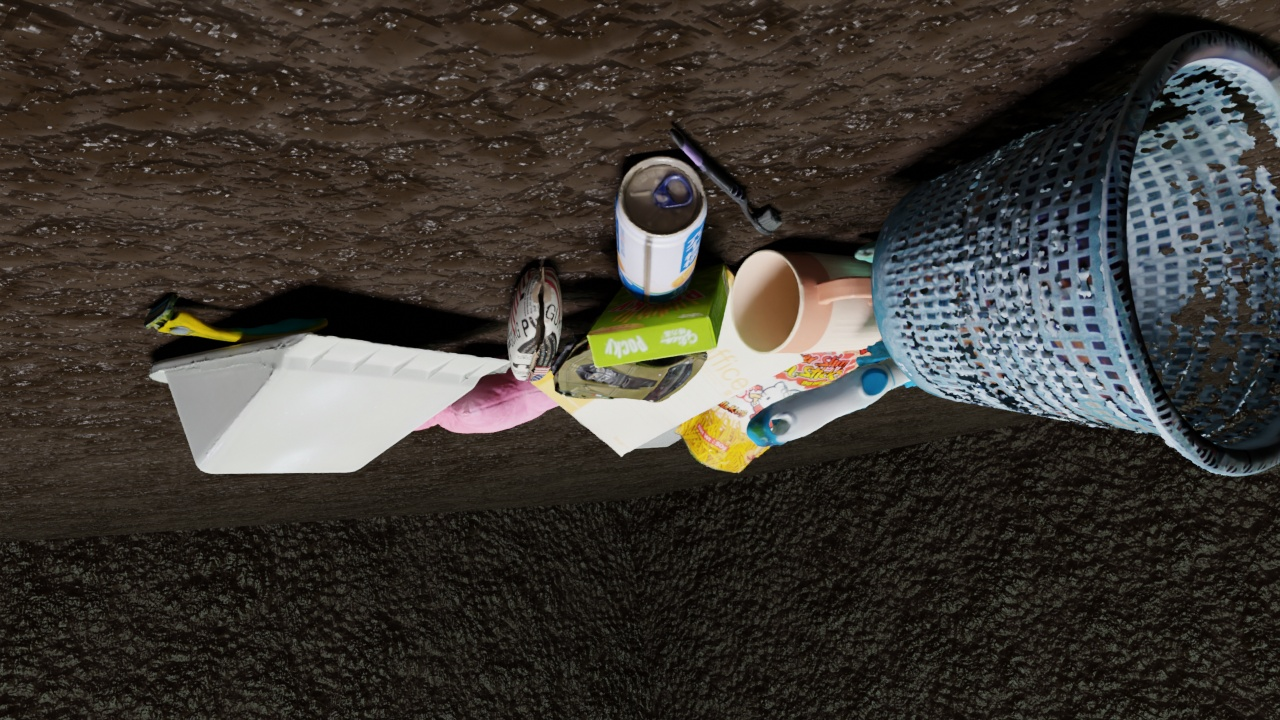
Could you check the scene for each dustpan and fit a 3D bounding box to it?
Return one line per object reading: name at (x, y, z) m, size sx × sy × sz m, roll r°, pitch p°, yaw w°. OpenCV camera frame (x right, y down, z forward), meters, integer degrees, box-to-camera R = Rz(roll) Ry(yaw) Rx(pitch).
dustpan at (-0.292, 0.006, 0.804) m, size 0.258 × 0.142 × 0.222 m, roll -38°, pitch 156°, yaw 25°

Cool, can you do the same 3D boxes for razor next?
razor at (-0.298, -0.028, 0.695) m, size 0.043 × 0.028 × 0.132 m, roll -23°, pitch 163°, yaw 40°

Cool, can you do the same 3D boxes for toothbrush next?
toothbrush at (0.057, -0.108, 0.569) m, size 0.017 × 0.014 × 0.189 m, roll -20°, pitch 164°, yaw 20°

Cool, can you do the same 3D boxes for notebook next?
notebook at (0.026, 0.008, 0.825) m, size 0.207 × 0.010 × 0.146 m, roll -29°, pitch 134°, yaw 19°

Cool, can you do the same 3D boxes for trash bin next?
trash bin at (0.257, -0.052, 0.546) m, size 0.226 × 0.226 × 0.195 m, roll -1°, pitch 179°, yaw -31°

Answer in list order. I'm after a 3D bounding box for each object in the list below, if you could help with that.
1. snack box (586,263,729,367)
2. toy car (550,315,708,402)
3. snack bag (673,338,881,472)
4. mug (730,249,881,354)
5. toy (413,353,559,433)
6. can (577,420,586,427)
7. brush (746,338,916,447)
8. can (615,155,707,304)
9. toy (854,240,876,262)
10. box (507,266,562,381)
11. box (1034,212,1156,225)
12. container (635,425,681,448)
snack box at (0.019, -0.036, 0.678) m, size 0.086 × 0.026 × 0.156 m, roll -9°, pitch -163°, yaw 13°
toy car at (-0.005, 0.004, 0.759) m, size 0.157 × 0.042 × 0.070 m, roll 4°, pitch 135°, yaw -41°
snack bag at (0.130, 0.022, 0.896) m, size 0.128 × 0.073 × 0.208 m, roll 20°, pitch 129°, yaw -24°
mug at (0.147, -0.049, 0.727) m, size 0.105 × 0.081 × 0.115 m, roll -2°, pitch 173°, yaw -33°
toy at (-0.140, 0.033, 0.915) m, size 0.195 × 0.074 × 0.178 m, roll -12°, pitch -169°, yaw 7°
can at (-0.022, 0.036, 1.046) m, size 0.058 × 0.058 × 0.147 m, roll 0°, pitch 164°, yaw -33°
brush at (0.185, 0.004, 0.662) m, size 0.313 × 0.060 × 0.110 m, roll -19°, pitch -179°, yaw -22°
can at (0.011, -0.078, 0.579) m, size 0.053 × 0.053 × 0.135 m, roll -7°, pitch 168°, yaw -2°
toy at (0.227, -0.094, 0.705) m, size 0.096 × 0.030 × 0.092 m, roll -6°, pitch 172°, yaw -35°
box at (-0.090, -0.026, 0.737) m, size 0.055 × 0.070 × 0.164 m, roll 18°, pitch 161°, yaw -4°
box at (0.335, -0.088, 0.726) m, size 0.090 × 0.060 × 0.184 m, roll -9°, pitch 166°, yaw 11°
container at (0.024, 0.050, 1.109) m, size 0.090 × 0.090 × 0.115 m, roll -2°, pitch 163°, yaw -29°
